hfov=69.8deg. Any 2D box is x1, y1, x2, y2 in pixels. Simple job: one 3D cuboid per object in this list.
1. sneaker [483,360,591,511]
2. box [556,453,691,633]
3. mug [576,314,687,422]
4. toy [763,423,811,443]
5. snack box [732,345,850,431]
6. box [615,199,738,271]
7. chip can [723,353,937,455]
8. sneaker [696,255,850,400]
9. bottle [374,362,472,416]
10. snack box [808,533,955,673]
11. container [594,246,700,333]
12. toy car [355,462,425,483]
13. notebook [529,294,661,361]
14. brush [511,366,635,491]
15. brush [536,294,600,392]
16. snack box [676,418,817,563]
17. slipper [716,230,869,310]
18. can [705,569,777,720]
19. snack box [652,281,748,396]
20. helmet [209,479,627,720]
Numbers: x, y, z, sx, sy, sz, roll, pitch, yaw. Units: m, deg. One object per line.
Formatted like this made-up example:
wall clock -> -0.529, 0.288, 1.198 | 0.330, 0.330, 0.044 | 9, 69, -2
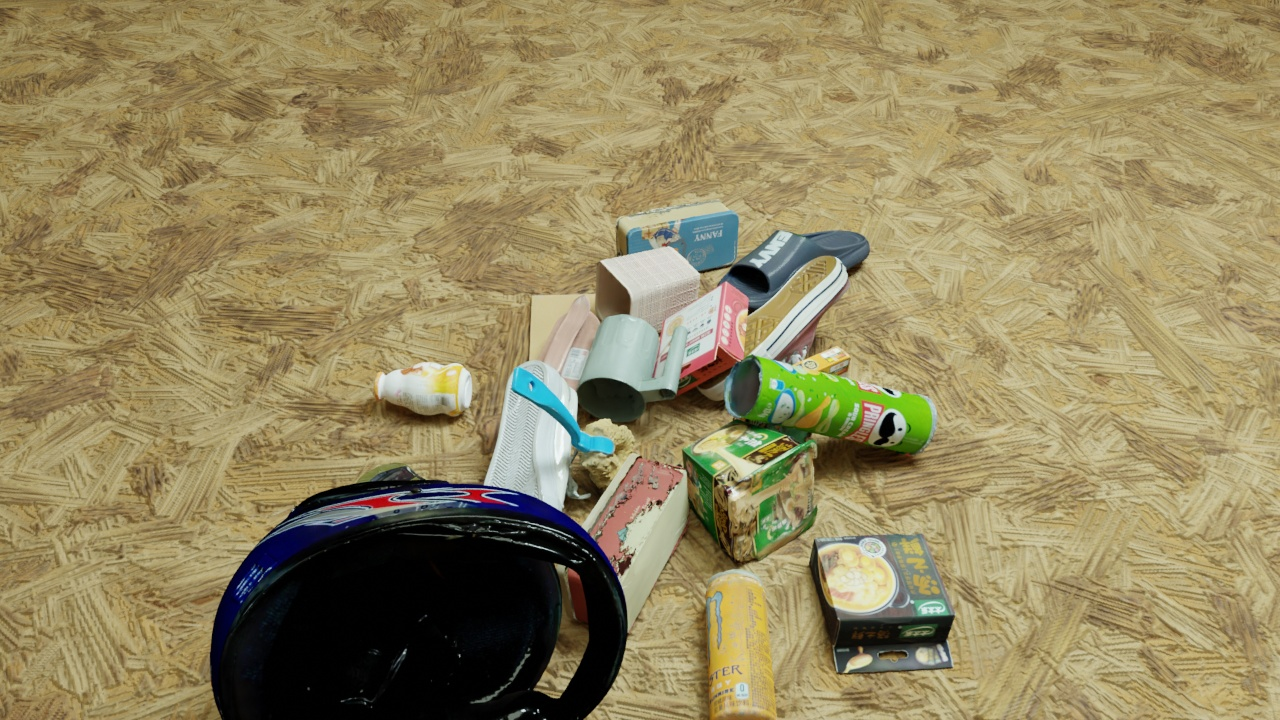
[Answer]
sneaker -> -0.107, 0.123, 0.985 | 0.090, 0.090, 0.241 | -15, 55, 28
box -> -0.004, 0.179, 0.900 | 0.080, 0.091, 0.167 | 12, 42, 23
mug -> -0.006, 0.006, 1.081 | 0.124, 0.084, 0.103 | -8, 46, 25
toy -> 0.166, 0.085, 1.032 | 0.030, 0.096, 0.091 | -2, 52, 36
snack box -> 0.175, 0.042, 1.072 | 0.153, 0.075, 0.026 | -22, 46, -23
box -> 0.057, -0.170, 1.299 | 0.184, 0.090, 0.059 | -13, 37, -14
chip can -> 0.209, 0.050, 1.002 | 0.235, 0.072, 0.072 | 13, 37, -23
sneaker -> 0.175, -0.024, 1.133 | 0.240, 0.088, 0.118 | -43, 27, -11
bottle -> -0.257, 0.033, 1.083 | 0.108, 0.063, 0.063 | 2, 42, 1
snack box -> 0.233, 0.231, 0.886 | 0.113, 0.053, 0.125 | -2, 37, -4
container -> 0.011, -0.089, 1.194 | 0.110, 0.090, 0.090 | -19, 45, -25
toy car -> -0.241, 0.153, 0.968 | 0.158, 0.042, 0.070 | 23, 46, 27
notebook -> -0.042, -0.043, 1.214 | 0.207, 0.008, 0.147 | -2, 42, -3
brush -> -0.063, 0.070, 0.928 | 0.046, 0.254, 0.083 | -6, 63, 21
brush -> -0.088, -0.013, 1.122 | 0.063, 0.073, 0.145 | 12, 49, 10
snack box -> 0.108, 0.126, 0.959 | 0.117, 0.118, 0.105 | -25, 38, -26
slipper -> 0.210, -0.149, 1.270 | 0.267, 0.083, 0.111 | -25, 32, -30
can -> 0.089, 0.266, 0.832 | 0.058, 0.058, 0.145 | 1, 42, 0
snack box -> 0.071, -0.016, 1.104 | 0.044, 0.113, 0.126 | 36, 45, -26
helmet -> -0.173, 0.213, 0.747 | 0.315, 0.247, 0.240 | -12, 0, -6
